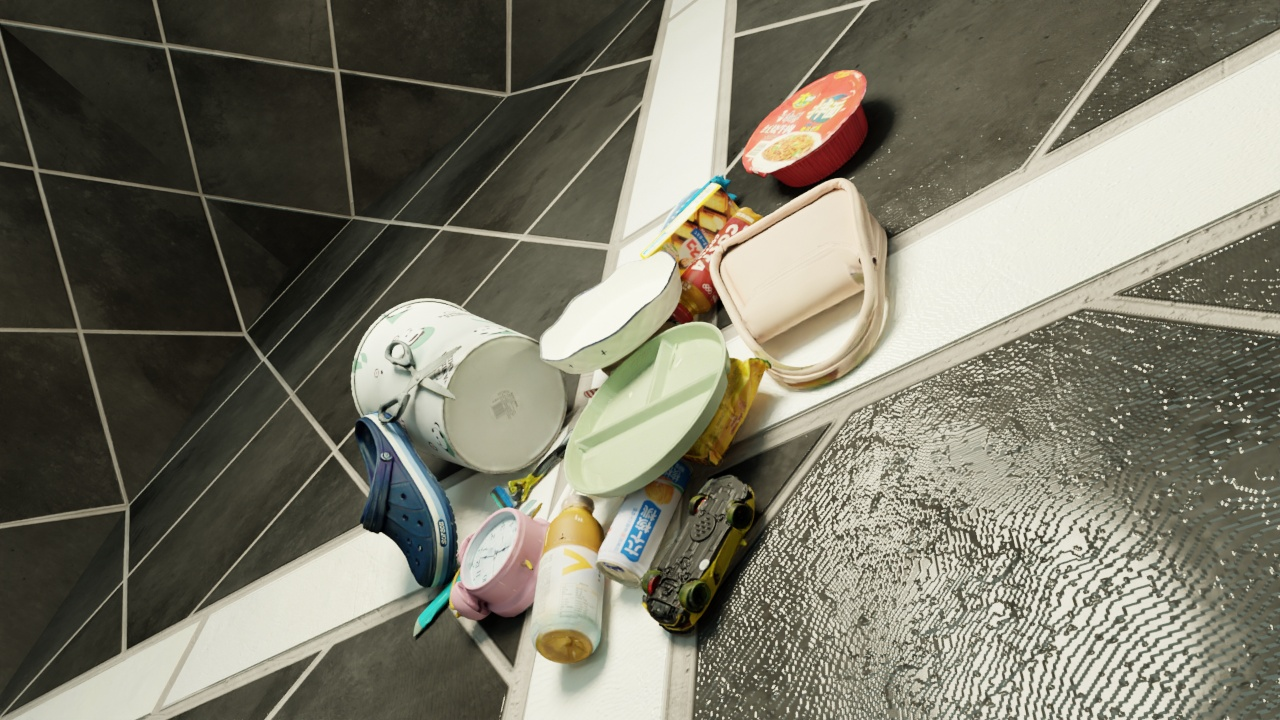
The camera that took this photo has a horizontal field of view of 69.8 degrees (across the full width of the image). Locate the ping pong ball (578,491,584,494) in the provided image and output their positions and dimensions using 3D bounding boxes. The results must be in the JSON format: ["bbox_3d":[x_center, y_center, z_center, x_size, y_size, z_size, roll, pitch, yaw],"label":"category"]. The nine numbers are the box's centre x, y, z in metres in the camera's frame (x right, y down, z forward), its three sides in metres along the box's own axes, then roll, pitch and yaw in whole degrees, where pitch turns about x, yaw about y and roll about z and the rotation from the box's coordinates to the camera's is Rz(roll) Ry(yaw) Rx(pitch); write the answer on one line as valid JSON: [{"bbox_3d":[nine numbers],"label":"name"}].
[{"bbox_3d":[-0.062,0.136,1.067,0.040,0.040,0.040,-33,30,21],"label":"ping pong ball"}]

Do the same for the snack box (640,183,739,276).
[{"bbox_3d":[0.078,-0.158,1.229,0.140,0.087,0.033,-43,27,2],"label":"snack box"}]

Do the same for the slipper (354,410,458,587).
[{"bbox_3d":[-0.313,0.173,1.167,0.095,0.252,0.105,-16,-29,-32],"label":"slipper"}]

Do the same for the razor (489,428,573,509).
[{"bbox_3d":[-0.128,0.138,1.175,0.142,0.022,0.042,-43,54,-3],"label":"razor"}]

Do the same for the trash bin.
[{"bbox_3d":[-0.243,0.039,1.267,0.252,0.229,0.229,13,61,52],"label":"trash bin"}]

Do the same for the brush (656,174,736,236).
[{"bbox_3d":[0.022,-0.133,1.315,0.314,0.060,0.110,-57,24,-17],"label":"brush"}]

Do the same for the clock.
[{"bbox_3d":[-0.163,0.233,1.041,0.159,0.060,0.117,-36,33,29],"label":"clock"}]

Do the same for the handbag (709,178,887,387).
[{"bbox_3d":[0.182,-0.069,0.991,0.194,0.093,0.233,-31,38,23],"label":"handbag"}]

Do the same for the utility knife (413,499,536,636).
[{"bbox_3d":[-0.203,0.252,1.129,0.222,0.013,0.029,-48,26,0],"label":"utility knife"}]

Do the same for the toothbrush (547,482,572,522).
[{"bbox_3d":[-0.082,0.153,1.102,0.016,0.016,0.179,-12,43,52],"label":"toothbrush"}]

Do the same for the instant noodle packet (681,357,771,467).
[{"bbox_3d":[0.076,0.049,0.975,0.111,0.044,0.128,4,63,58],"label":"instant noodle packet"}]

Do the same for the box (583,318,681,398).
[{"bbox_3d":[-0.007,0.009,1.129,0.163,0.076,0.087,-14,28,40],"label":"box"}]

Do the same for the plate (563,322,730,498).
[{"bbox_3d":[0.008,0.053,0.983,0.231,0.027,0.229,-38,26,22],"label":"plate"}]

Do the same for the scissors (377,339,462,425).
[{"bbox_3d":[-0.282,0.025,1.150,0.181,0.014,0.159,43,109,42],"label":"scissors"}]

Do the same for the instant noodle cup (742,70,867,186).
[{"bbox_3d":[0.233,-0.301,1.238,0.194,0.066,0.193,-32,30,21],"label":"instant noodle cup"}]

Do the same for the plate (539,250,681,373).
[{"bbox_3d":[-0.033,-0.055,1.139,0.205,0.045,0.204,-31,22,14],"label":"plate"}]

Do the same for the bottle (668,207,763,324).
[{"bbox_3d":[0.095,-0.116,1.179,0.174,0.057,0.057,-49,28,-8],"label":"bottle"}]

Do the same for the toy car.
[{"bbox_3d":[0.058,0.176,0.846,0.071,0.041,0.155,0,52,53],"label":"toy car"}]

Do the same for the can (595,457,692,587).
[{"bbox_3d":[0.004,0.159,0.931,0.053,0.053,0.134,-11,43,47],"label":"can"}]

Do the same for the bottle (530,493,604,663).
[{"bbox_3d":[-0.070,0.216,0.939,0.068,0.068,0.189,-32,30,23],"label":"bottle"}]
